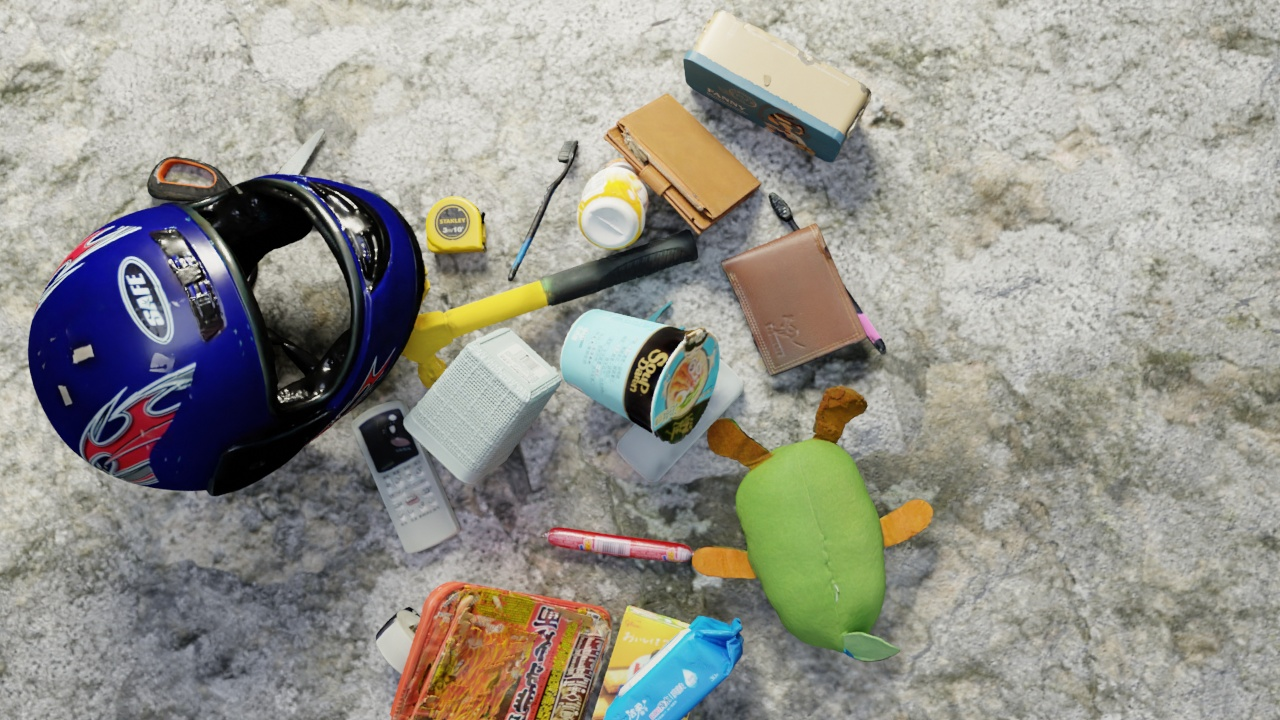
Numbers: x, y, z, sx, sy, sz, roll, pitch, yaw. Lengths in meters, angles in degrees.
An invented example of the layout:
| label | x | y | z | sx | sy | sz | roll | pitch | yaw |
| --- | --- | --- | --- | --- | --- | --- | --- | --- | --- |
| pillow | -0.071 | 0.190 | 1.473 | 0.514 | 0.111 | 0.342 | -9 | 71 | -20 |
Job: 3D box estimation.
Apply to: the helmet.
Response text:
| label | x | y | z | sx | sy | sz | roll | pitch | yaw |
| --- | --- | --- | --- | --- | --- | --- | --- | --- | --- |
| helmet | -0.363 | -0.024 | 0.777 | 0.316 | 0.239 | 0.247 | -35 | 83 | 27 |

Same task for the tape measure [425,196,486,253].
| label | x | y | z | sx | sy | sz | roll | pitch | yaw |
| --- | --- | --- | --- | --- | --- | --- | --- | --- | --- |
| tape measure | -0.183 | -0.133 | 0.913 | 0.060 | 0.029 | 0.057 | -3 | 88 | 4 |

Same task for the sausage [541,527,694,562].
| label | x | y | z | sx | sy | sz | roll | pitch | yaw |
| --- | --- | --- | --- | --- | --- | --- | --- | --- | --- |
| sausage | -0.020 | 0.180 | 0.890 | 0.156 | 0.020 | 0.020 | 7 | 88 | 5 |

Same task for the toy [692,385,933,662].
| label | x | y | z | sx | sy | sz | roll | pitch | yaw |
| --- | --- | --- | --- | --- | --- | --- | --- | --- | --- |
| toy | 0.157 | 0.155 | 0.843 | 0.227 | 0.090 | 0.246 | -14 | 90 | 5 |

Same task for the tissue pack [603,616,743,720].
| label | x | y | z | sx | sy | sz | roll | pitch | yaw |
| --- | --- | --- | --- | --- | --- | --- | --- | --- | --- |
| tissue pack | 0.030 | 0.281 | 0.812 | 0.157 | 0.095 | 0.052 | -43 | 80 | 0 |

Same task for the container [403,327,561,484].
| label | x | y | z | sx | sy | sz | roll | pitch | yaw |
| --- | --- | --- | --- | --- | --- | --- | --- | --- | --- |
| container | -0.143 | 0.038 | 0.853 | 0.090 | 0.089 | 0.112 | 42 | 114 | 5 |

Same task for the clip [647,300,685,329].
| label | x | y | z | sx | sy | sz | roll | pitch | yaw |
| --- | --- | --- | --- | --- | --- | --- | --- | --- | --- |
| clip | 0.014 | -0.033 | 0.900 | 0.054 | 0.013 | 0.034 | -28 | 84 | 3 |

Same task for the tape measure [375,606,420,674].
| label | x | y | z | sx | sy | sz | roll | pitch | yaw |
| --- | --- | --- | --- | --- | --- | --- | --- | --- | --- |
| tape measure | -0.219 | 0.272 | 0.878 | 0.066 | 0.066 | 0.033 | 43 | 89 | 5 |

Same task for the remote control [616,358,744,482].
| label | x | y | z | sx | sy | sz | roll | pitch | yaw |
| --- | --- | --- | --- | --- | --- | --- | --- | --- | --- |
| remote control | 0.039 | 0.055 | 0.890 | 0.056 | 0.020 | 0.136 | 43 | 91 | 6 |

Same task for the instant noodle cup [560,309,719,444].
| label | x | y | z | sx | sy | sz | roll | pitch | yaw |
| --- | --- | --- | --- | --- | --- | --- | --- | --- | --- |
| instant noodle cup | -0.005 | 0.005 | 0.848 | 0.120 | 0.111 | 0.111 | 22 | 89 | 29 |

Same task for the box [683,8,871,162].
| label | x | y | z | sx | sy | sz | roll | pitch | yaw |
| --- | --- | --- | --- | --- | --- | --- | --- | --- | --- |
| box | 0.122 | -0.260 | 0.866 | 0.184 | 0.090 | 0.061 | 28 | 90 | 8 |

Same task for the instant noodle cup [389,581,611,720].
| label | x | y | z | sx | sy | sz | roll | pitch | yaw |
| --- | --- | --- | --- | --- | --- | --- | --- | --- | --- |
| instant noodle cup | -0.134 | 0.284 | 0.840 | 0.188 | 0.079 | 0.164 | 20 | 88 | -30 |

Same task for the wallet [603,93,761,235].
| label | x | y | z | sx | sy | sz | roll | pitch | yaw |
| --- | --- | --- | --- | --- | --- | --- | --- | --- | --- |
| wallet | 0.041 | -0.189 | 0.872 | 0.132 | 0.031 | 0.107 | 44 | 48 | 4 |

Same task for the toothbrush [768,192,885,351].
| label | x | y | z | sx | sy | sz | roll | pitch | yaw |
| --- | --- | --- | --- | --- | --- | --- | --- | --- | --- |
| toothbrush | 0.181 | -0.087 | 0.888 | 0.014 | 0.017 | 0.189 | -36 | 86 | 10 |

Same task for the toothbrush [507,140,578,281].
| label | x | y | z | sx | sy | sz | roll | pitch | yaw |
| --- | --- | --- | --- | --- | --- | --- | --- | --- | --- |
| toothbrush | -0.093 | -0.146 | 0.869 | 0.016 | 0.014 | 0.189 | 15 | 57 | 6 |

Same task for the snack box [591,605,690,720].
| label | x | y | z | sx | sy | sz | roll | pitch | yaw |
| --- | --- | --- | --- | --- | --- | --- | --- | --- | --- |
| snack box | 0.007 | 0.315 | 0.875 | 0.087 | 0.034 | 0.140 | 18 | 87 | 4 |

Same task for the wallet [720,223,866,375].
| label | x | y | z | sx | sy | sz | roll | pitch | yaw |
| --- | --- | --- | --- | --- | --- | --- | --- | --- | --- |
| wallet | 0.145 | -0.057 | 0.875 | 0.101 | 0.032 | 0.124 | -24 | 89 | 13 |

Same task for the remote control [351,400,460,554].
| label | x | y | z | sx | sy | sz | roll | pitch | yaw |
| --- | --- | --- | --- | --- | --- | --- | --- | --- | --- |
| remote control | -0.233 | 0.114 | 0.909 | 0.058 | 0.021 | 0.150 | -25 | 86 | 3 |

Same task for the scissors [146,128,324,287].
| label | x | y | z | sx | sy | sz | roll | pitch | yaw |
| --- | --- | --- | --- | --- | --- | --- | --- | --- | --- |
| scissors | -0.403 | -0.147 | 0.934 | 0.234 | 0.021 | 0.221 | 19 | 89 | 6 |

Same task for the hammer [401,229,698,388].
| label | x | y | z | sx | sy | sz | roll | pitch | yaw |
| --- | --- | --- | --- | --- | --- | --- | --- | --- | --- |
| hammer | -0.090 | -0.066 | 0.878 | 0.300 | 0.129 | 0.032 | -19 | 49 | -5 |

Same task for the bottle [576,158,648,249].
| label | x | y | z | sx | sy | sz | roll | pitch | yaw |
| --- | --- | --- | --- | --- | --- | --- | --- | --- | --- |
| bottle | -0.023 | -0.152 | 0.863 | 0.063 | 0.108 | 0.063 | 3 | 127 | 4 |
